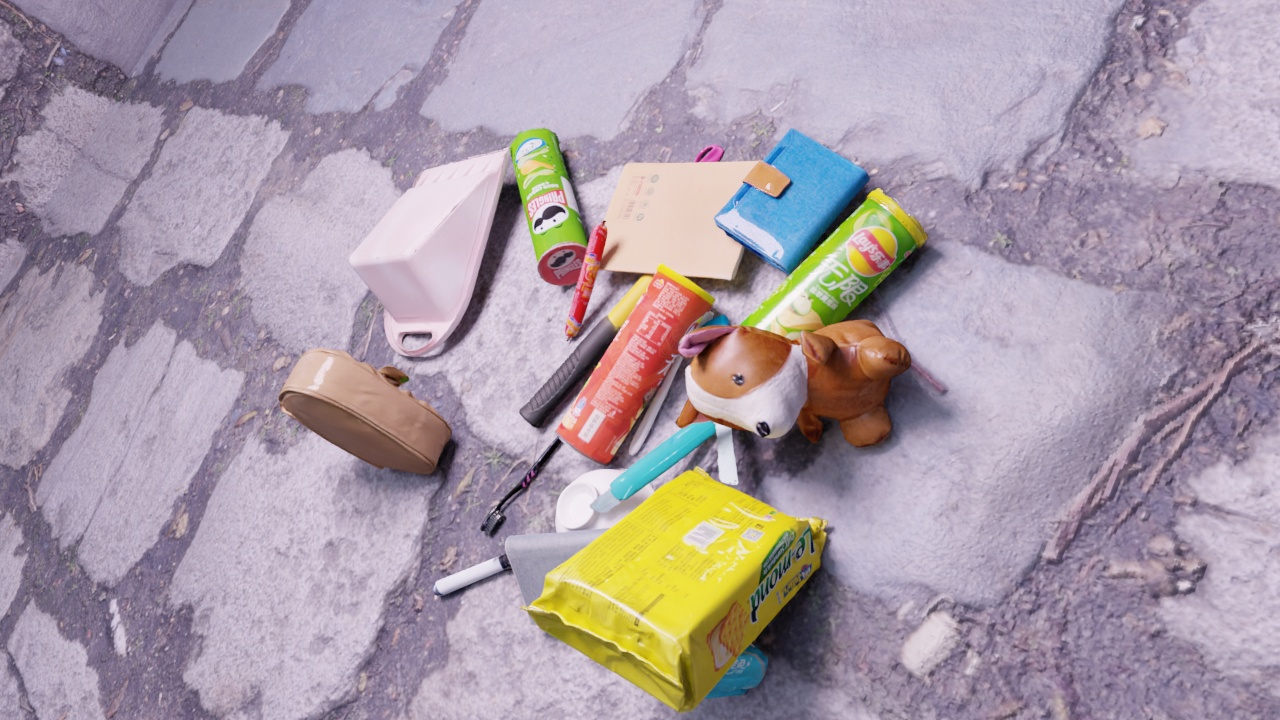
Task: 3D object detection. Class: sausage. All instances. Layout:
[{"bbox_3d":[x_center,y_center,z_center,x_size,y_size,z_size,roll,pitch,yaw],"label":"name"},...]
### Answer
[{"bbox_3d":[-0.064,-0.091,1.078,0.020,0.020,0.156,38,119,42],"label":"sausage"}]

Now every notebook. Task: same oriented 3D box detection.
[{"bbox_3d":[0.040,-0.163,1.047,0.208,0.008,0.147,8,72,37],"label":"notebook"}]

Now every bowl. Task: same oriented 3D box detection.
[{"bbox_3d":[-0.048,0.157,0.941,0.118,0.064,0.118,-17,58,28],"label":"bowl"}]

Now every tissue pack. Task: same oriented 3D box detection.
[{"bbox_3d":[0.038,0.243,0.813,0.133,0.093,0.050,31,99,43],"label":"tissue pack"}]

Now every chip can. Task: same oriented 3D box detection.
[{"bbox_3d":[-0.117,-0.203,1.183,0.072,0.072,0.235,-31,51,18],"label":"chip can"},{"bbox_3d":[0.175,-0.065,0.898,0.221,0.072,0.072,-45,48,7],"label":"chip can"},{"bbox_3d":[-0.006,0.006,0.975,0.073,0.073,0.216,35,94,42],"label":"chip can"}]

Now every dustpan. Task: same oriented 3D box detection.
[{"bbox_3d":[-0.280,-0.148,1.277,0.223,0.139,0.272,4,49,47],"label":"dustpan"}]

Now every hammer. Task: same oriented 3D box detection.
[{"bbox_3d":[-0.031,-0.042,1.059,0.301,0.033,0.129,-48,48,4],"label":"hammer"}]

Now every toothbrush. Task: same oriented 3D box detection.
[{"bbox_3d":[-0.119,0.125,1.044,0.189,0.014,0.018,-50,58,2],"label":"toothbrush"},{"bbox_3d":[0.033,0.023,0.992,0.016,0.016,0.180,19,80,57],"label":"toothbrush"}]

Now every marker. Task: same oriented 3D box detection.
[{"bbox_3d":[-0.178,0.237,1.022,0.131,0.018,0.022,-26,62,21],"label":"marker"}]

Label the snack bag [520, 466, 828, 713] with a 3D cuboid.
[{"bbox_3d":[0.039,0.176,0.779,0.158,0.068,0.245,20,35,32],"label":"snack bag"}]

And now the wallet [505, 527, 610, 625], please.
[{"bbox_3d":[-0.064,0.218,0.912,0.130,0.036,0.106,-11,102,30],"label":"wallet"}]

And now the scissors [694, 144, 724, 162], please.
[{"bbox_3d":[0.057,-0.206,1.088,0.133,0.017,0.134,-47,38,-6],"label":"scissors"}]

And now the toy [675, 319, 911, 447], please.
[{"bbox_3d":[0.130,0.023,0.823,0.199,0.140,0.130,4,38,2],"label":"toy"}]

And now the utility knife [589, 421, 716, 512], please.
[{"bbox_3d":[0.021,0.097,0.922,0.175,0.013,0.029,-35,75,-15],"label":"utility knife"}]

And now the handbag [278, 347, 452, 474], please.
[{"bbox_3d":[-0.332,0.060,1.110,0.148,0.204,0.099,-12,47,45],"label":"handbag"}]

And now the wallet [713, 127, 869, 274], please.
[{"bbox_3d":[0.155,-0.167,0.950,0.106,0.040,0.133,40,87,27],"label":"wallet"}]

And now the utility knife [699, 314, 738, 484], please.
[{"bbox_3d":[0.081,0.037,0.915,0.034,0.018,0.218,-16,45,15],"label":"utility knife"}]
